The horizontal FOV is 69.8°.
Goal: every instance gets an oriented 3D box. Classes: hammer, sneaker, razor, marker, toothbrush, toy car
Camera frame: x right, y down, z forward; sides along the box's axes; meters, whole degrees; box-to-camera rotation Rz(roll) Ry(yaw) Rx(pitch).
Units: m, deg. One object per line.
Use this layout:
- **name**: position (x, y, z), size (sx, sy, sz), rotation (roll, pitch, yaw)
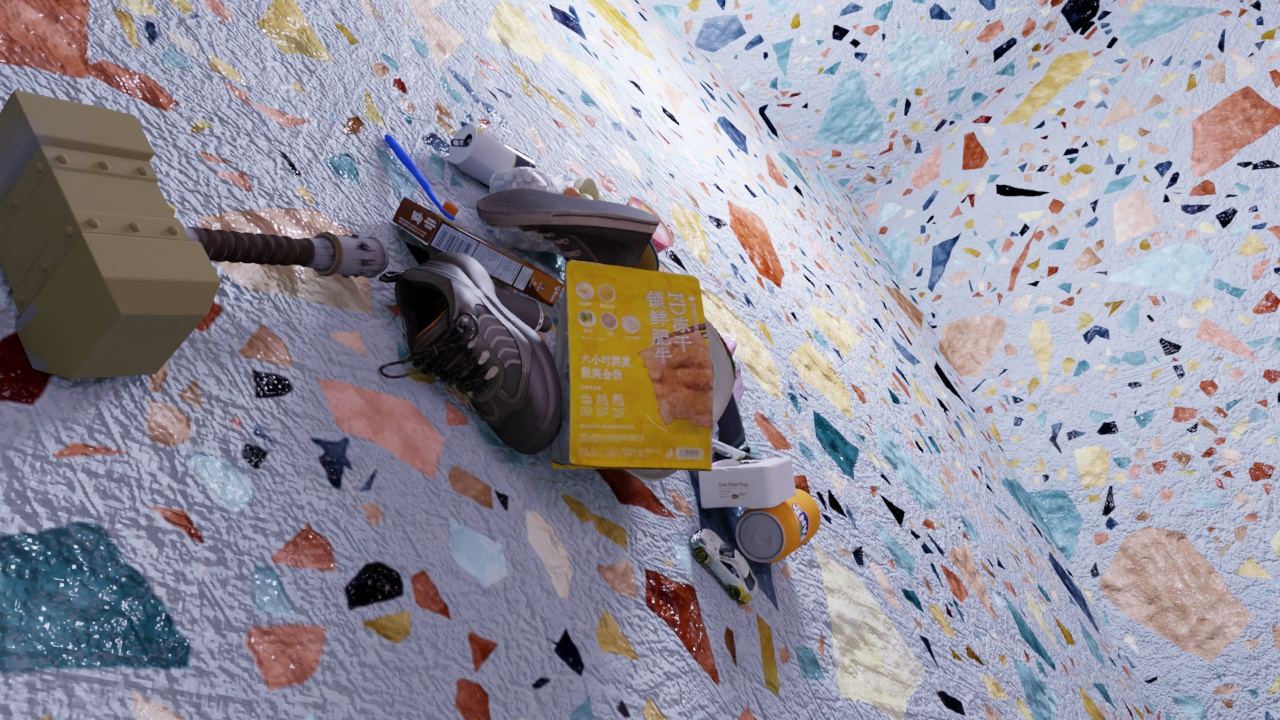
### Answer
- **hammer**: position (-0.332, -0.092, 0.750), size (0.190, 0.101, 0.324), rotation (58, 25, 14)
- **sneaker**: position (-0.175, -0.009, 0.910), size (0.238, 0.101, 0.142), rotation (56, 27, 11)
- **sneaker**: position (-0.097, -0.143, 1.149), size (0.234, 0.120, 0.095), rotation (3, 24, -34)
- **razor**: position (0.123, 0.089, 1.307), size (0.047, 0.052, 0.142), rotation (44, 35, -72)
- **marker**: position (0.100, 0.116, 1.257), size (0.146, 0.017, 0.017), rotation (23, 31, -10)
- **toothbrush**: position (-0.267, -0.225, 1.108), size (0.182, 0.018, 0.016), rotation (50, 15, 30)
- **toy car**: position (0.105, 0.247, 1.118), size (0.105, 0.033, 0.047), rotation (47, 26, -6)

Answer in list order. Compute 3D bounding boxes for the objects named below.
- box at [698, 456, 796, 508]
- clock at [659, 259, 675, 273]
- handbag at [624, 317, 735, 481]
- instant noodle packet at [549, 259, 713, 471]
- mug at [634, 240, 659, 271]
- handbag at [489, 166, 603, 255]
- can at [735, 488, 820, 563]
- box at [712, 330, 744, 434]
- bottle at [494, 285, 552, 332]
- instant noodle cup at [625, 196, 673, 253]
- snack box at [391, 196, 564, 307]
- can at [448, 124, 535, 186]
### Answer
- **box**: position (0.140, 0.149, 1.198), size (0.102, 0.107, 0.076), rotation (-8, 94, -60)
- **clock**: position (0.031, -0.107, 1.446), size (0.103, 0.061, 0.156), rotation (40, 25, -23)
- **handbag**: position (0.006, 0.021, 1.073), size (0.200, 0.199, 0.093), rotation (49, -13, -11)
- **instant noodle packet**: position (-0.008, 0.008, 0.987), size (0.162, 0.084, 0.221), rotation (4, 80, -22)
- **mug**: position (-0.047, -0.127, 1.283), size (0.112, 0.104, 0.084), rotation (-11, 75, -48)
- **handbag**: position (-0.119, -0.202, 1.242), size (0.171, 0.123, 0.112), rotation (-4, 92, -59)
- **can**: position (0.185, 0.222, 1.234), size (0.079, 0.079, 0.142), rotation (57, 25, 14)
- **box**: position (0.113, 0.017, 1.409), size (0.150, 0.073, 0.201), rotation (51, 25, -1)
- **bottle**: position (-0.149, -0.055, 1.082), size (0.112, 0.047, 0.047), rotation (19, 39, -50)
- **instant noodle cup**: position (-0.022, -0.177, 1.395), size (0.097, 0.109, 0.097), rotation (39, 27, -25)
- **snack box**: position (-0.188, -0.125, 1.075), size (0.185, 0.031, 0.101), rotation (26, 5, -44)
- **can**: position (-0.207, -0.276, 1.267), size (0.127, 0.064, 0.064), rotation (24, 36, -45)
